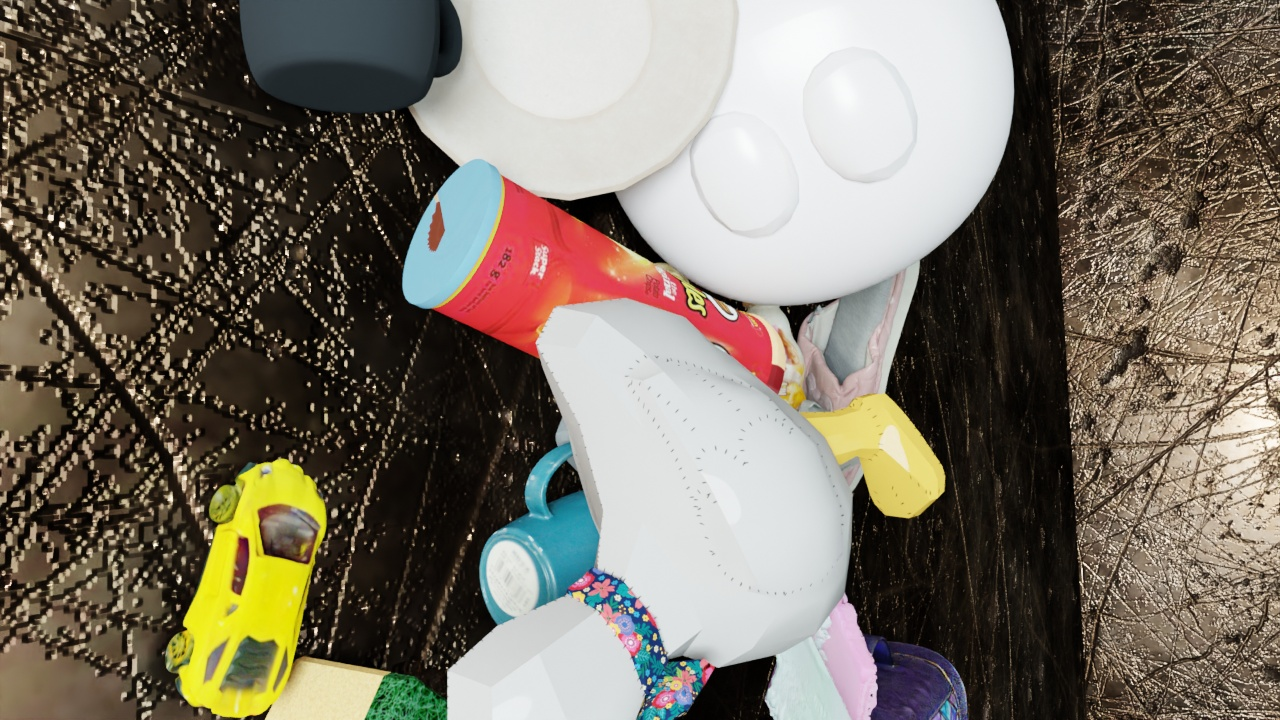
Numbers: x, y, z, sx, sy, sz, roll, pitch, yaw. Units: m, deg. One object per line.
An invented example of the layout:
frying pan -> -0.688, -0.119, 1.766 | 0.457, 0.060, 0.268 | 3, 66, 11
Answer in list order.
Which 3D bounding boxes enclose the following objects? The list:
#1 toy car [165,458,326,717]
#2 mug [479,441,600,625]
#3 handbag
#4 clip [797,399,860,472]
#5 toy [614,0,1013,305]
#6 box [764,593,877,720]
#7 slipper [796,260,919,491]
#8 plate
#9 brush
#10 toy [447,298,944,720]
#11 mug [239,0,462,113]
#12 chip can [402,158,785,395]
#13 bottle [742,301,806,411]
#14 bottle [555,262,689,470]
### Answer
toy car -> -0.162, 0.094, 0.389 | 0.049, 0.030, 0.106 | 31, 60, -50
mug -> -0.036, 0.102, 0.529 | 0.104, 0.085, 0.112 | -8, 100, -49
handbag -> 0.213, 0.364, 0.843 | 0.204, 0.126, 0.222 | -9, 96, -56
clip -> 0.125, 0.107, 0.749 | 0.147, 0.081, 0.125 | -47, 146, 9
toy -> 0.109, -0.171, 0.625 | 0.266, 0.263, 0.280 | 60, 20, -16
box -> 0.125, 0.221, 0.668 | 0.230, 0.035, 0.158 | 63, 30, -28
slipper -> 0.176, 0.008, 0.813 | 0.054, 0.114, 0.275 | 4, 111, -20
plate -> -0.044, -0.183, 0.497 | 0.027, 0.188, 0.189 | -112, -168, -81
brush -> -0.084, 0.263, 0.446 | 0.250, 0.075, 0.194 | 36, 58, -50
toy -> 0.015, 0.086, 0.438 | 0.266, 0.141, 0.246 | -20, 86, -34
mug -> -0.125, -0.167, 0.425 | 0.121, 0.085, 0.094 | 3, 85, -63
chip can -> -0.019, -0.026, 0.519 | 0.213, 0.087, 0.087 | 27, 64, -34
bottle -> 0.107, 0.000, 0.776 | 0.063, 0.063, 0.108 | -3, 88, -57
bottle -> -0.004, 0.004, 0.623 | 0.072, 0.046, 0.160 | 52, 46, -41
